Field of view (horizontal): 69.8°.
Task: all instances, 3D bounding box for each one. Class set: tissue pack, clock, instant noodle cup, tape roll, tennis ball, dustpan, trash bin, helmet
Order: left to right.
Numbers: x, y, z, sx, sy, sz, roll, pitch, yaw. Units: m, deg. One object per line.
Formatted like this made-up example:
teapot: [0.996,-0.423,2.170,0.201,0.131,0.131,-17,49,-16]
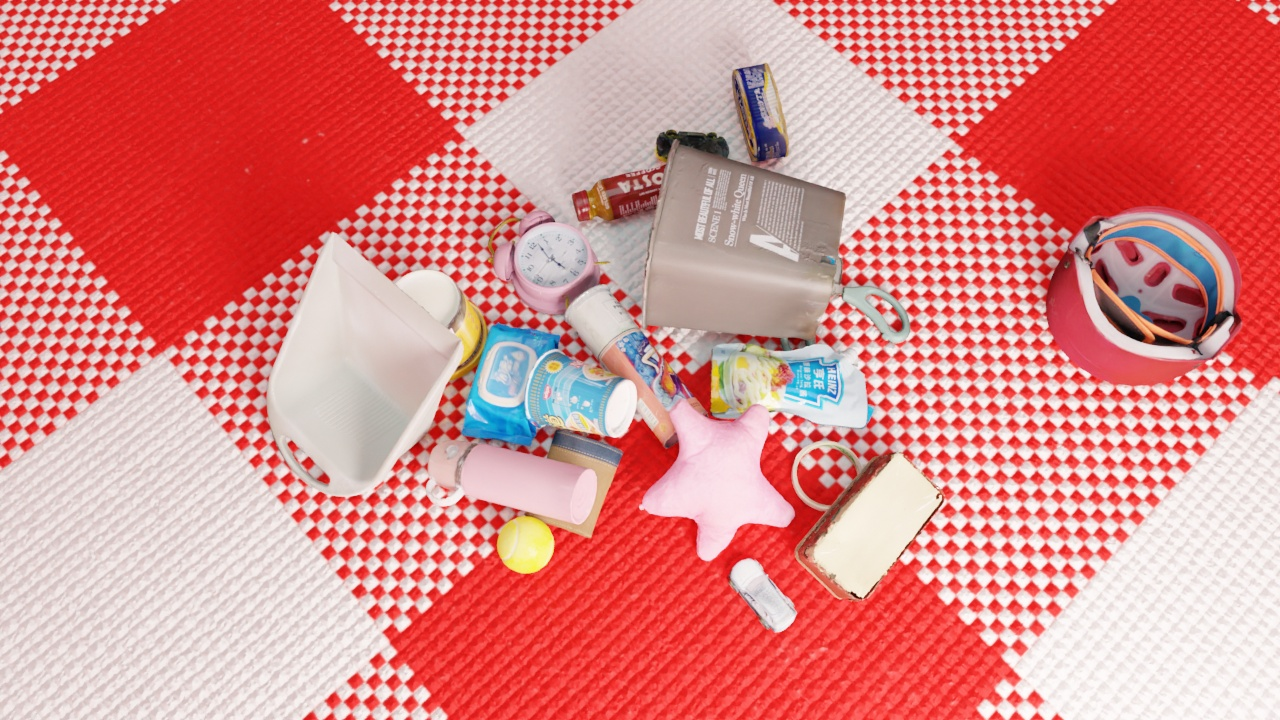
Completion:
dustpan: [-0.347,0.031,1.080,0.223,0.258,0.142,39,50,15]
instant noodle cup: [-0.258,-0.047,1.148,0.118,0.114,0.118,0,68,1]
tissue pack: [-0.162,0.028,1.148,0.095,0.052,0.157,12,69,6]
tennis ball: [-0.133,0.214,1.065,0.065,0.065,0.065,-1,68,1]
clock: [-0.128,-0.134,1.209,0.158,0.060,0.117,32,71,16]
instant noodle cup: [-0.067,0.046,1.099,0.110,0.099,0.099,14,68,26]
trash bin: [0.123,-0.134,1.128,0.220,0.199,0.198,11,66,5]
tape roll: [0.227,0.140,1.112,0.086,0.014,0.085,-1,68,1]
helmet: [0.600,-0.068,1.121,0.207,0.144,0.239,42,61,16]

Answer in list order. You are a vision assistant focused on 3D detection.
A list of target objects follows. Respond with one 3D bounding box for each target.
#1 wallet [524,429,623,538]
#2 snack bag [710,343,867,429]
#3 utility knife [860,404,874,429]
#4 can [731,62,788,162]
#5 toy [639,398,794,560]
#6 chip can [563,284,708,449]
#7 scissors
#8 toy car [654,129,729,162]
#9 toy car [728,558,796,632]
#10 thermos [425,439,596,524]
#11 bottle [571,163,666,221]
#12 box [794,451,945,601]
wallet: [-0.080,0.148,1.109,0.090,0.033,0.115,16,70,11]
snack bag: [0.182,0.028,1.131,0.191,0.039,0.110,2,55,4]
utility knife: [0.200,0.054,1.146,0.179,0.018,0.034,11,64,9]
can: [0.166,-0.346,1.280,0.049,0.075,0.148,-11,68,0]
toy: [0.080,0.133,1.069,0.178,0.074,0.194,-19,100,-7]
chip can: [-0.007,0.007,1.143,0.071,0.071,0.214,-34,71,-12]
scissors: [0.268,-0.055,1.189,0.179,0.019,0.170,17,68,9]
toy car: [0.072,-0.293,1.284,0.105,0.032,0.048,0,67,-11]
toy car: [0.140,0.268,1.053,0.043,0.034,0.090,-37,70,-9]
thermos: [-0.157,0.145,1.070,0.199,0.067,0.087,10,52,20]
bottle: [-0.004,-0.228,1.245,0.175,0.057,0.057,-15,68,-5]
box: [0.264,0.187,1.049,0.091,0.077,0.168,44,74,3]
